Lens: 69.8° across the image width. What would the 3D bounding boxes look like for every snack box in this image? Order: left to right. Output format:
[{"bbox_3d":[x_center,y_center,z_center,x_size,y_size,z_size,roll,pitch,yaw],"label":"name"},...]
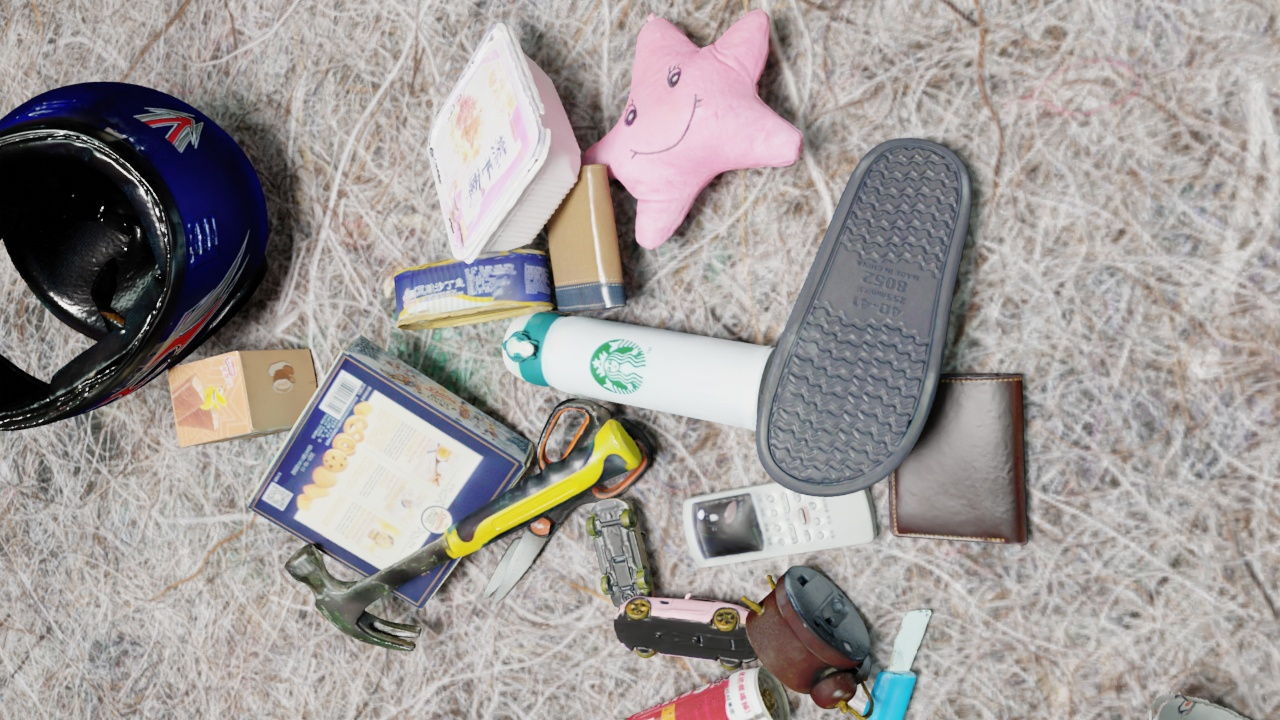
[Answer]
[{"bbox_3d":[-0.380,0.035,0.885,0.094,0.092,0.077,-12,87,24],"label":"snack box"},{"bbox_3d":[-0.219,0.101,0.804,0.182,0.045,0.178,34,107,-10],"label":"snack box"}]

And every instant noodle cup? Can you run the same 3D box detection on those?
[{"bbox_3d":[-0.108,-0.171,0.743,0.138,0.060,0.173,-47,48,31],"label":"instant noodle cup"}]

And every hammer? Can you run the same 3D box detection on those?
[{"bbox_3d":[-0.140,0.146,0.767,0.324,0.031,0.126,-30,107,16],"label":"hammer"}]

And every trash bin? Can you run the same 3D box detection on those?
[{"bbox_3d":[0.327,0.369,0.530,0.229,0.229,0.252,35,110,18],"label":"trash bin"}]

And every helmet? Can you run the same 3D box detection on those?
[{"bbox_3d":[-0.491,-0.101,0.845,0.247,0.240,0.316,40,101,-13],"label":"helmet"}]

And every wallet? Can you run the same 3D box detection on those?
[{"bbox_3d":[-0.048,-0.096,0.749,0.090,0.033,0.115,0,100,58],"label":"wallet"},{"bbox_3d":[0.227,0.070,0.664,0.096,0.020,0.122,-1,93,28],"label":"wallet"}]

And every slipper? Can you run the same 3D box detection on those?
[{"bbox_3d":[0.166,-0.026,0.663,0.111,0.083,0.268,18,81,14],"label":"slipper"}]

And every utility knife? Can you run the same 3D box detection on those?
[{"bbox_3d":[0.181,0.275,0.691,0.034,0.018,0.194,18,99,12],"label":"utility knife"}]

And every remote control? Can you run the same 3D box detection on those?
[{"bbox_3d":[0.106,0.124,0.717,0.150,0.021,0.058,-15,86,22],"label":"remote control"}]

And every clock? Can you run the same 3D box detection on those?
[{"bbox_3d":[0.131,0.209,0.677,0.122,0.082,0.055,48,113,16],"label":"clock"}]

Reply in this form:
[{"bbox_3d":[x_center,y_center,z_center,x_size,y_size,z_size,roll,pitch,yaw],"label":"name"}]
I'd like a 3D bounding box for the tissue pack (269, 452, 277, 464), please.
[{"bbox_3d":[-0.282,0.085,0.867,0.093,0.050,0.134,44,107,16],"label":"tissue pack"}]

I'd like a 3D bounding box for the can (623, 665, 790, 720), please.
[{"bbox_3d":[0.050,0.289,0.729,0.133,0.053,0.053,-30,80,21],"label":"can"}]

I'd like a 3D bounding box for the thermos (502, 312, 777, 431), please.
[{"bbox_3d":[-0.004,0.004,0.732,0.224,0.073,0.073,10,96,23],"label":"thermos"}]

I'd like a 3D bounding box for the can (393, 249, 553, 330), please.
[{"bbox_3d":[-0.146,-0.059,0.791,0.148,0.074,0.049,-8,86,24],"label":"can"}]

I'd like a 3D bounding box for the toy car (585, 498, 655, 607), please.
[{"bbox_3d":[-0.015,0.158,0.762,0.042,0.035,0.090,-15,90,22],"label":"toy car"}]

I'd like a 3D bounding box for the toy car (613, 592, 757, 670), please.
[{"bbox_3d":[0.039,0.213,0.734,0.122,0.037,0.056,1,122,17],"label":"toy car"}]

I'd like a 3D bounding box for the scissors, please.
[{"bbox_3d":[-0.065,0.138,0.787,0.143,0.021,0.235,11,114,1],"label":"scissors"}]

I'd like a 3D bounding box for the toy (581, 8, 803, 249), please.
[{"bbox_3d":[0.026,-0.188,0.712,0.195,0.074,0.178,-27,70,33],"label":"toy"}]
